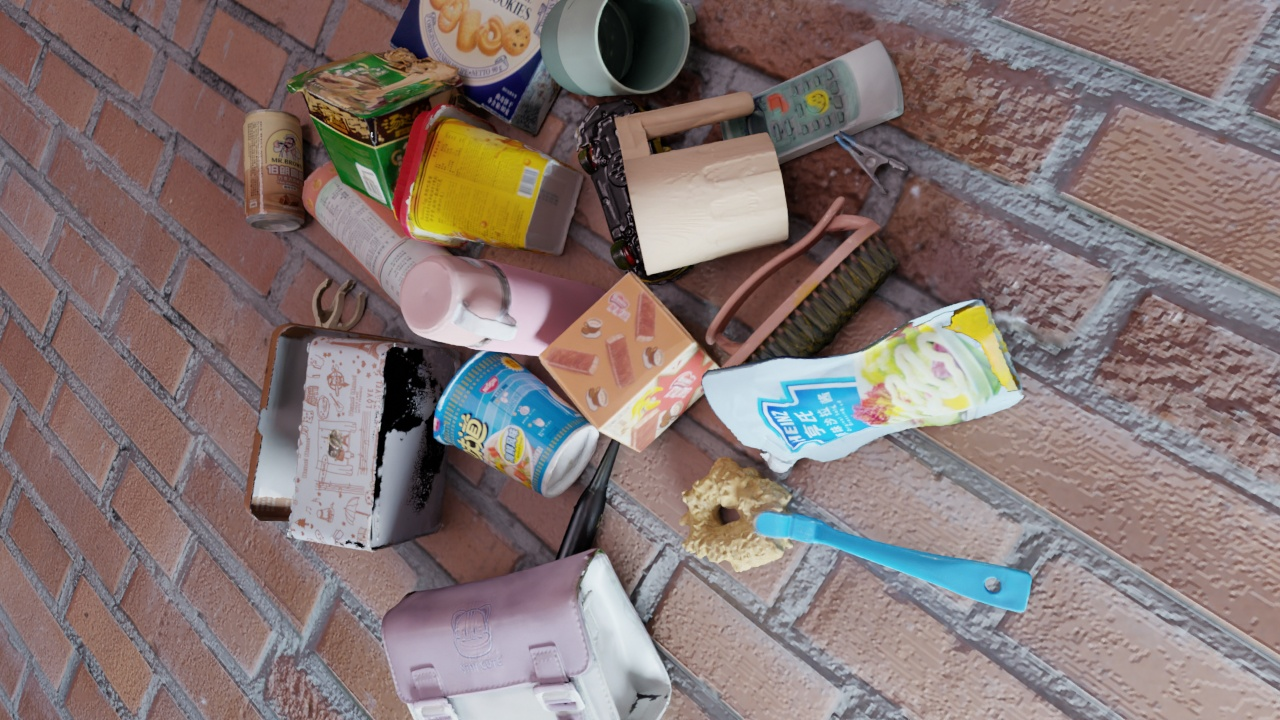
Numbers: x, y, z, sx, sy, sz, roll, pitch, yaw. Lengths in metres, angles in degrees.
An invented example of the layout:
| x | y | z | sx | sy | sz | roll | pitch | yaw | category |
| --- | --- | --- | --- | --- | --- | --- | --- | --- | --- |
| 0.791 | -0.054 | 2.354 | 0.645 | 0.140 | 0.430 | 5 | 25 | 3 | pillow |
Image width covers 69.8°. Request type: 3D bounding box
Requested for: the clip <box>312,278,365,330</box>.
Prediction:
| x | y | z | sx | sy | sz | roll | pitch | yaw | category |
| --- | --- | --- | --- | --- | --- | --- | --- | --- | --- |
| -0.307 | -0.030 | 0.918 | 0.076 | 0.034 | 0.103 | 31 | 107 | 29 | clip |

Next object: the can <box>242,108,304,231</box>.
| x | y | z | sx | sy | sz | roll | pitch | yaw | category |
| --- | --- | --- | --- | --- | --- | --- | --- | --- | --- |
| -0.383 | -0.197 | 0.959 | 0.059 | 0.058 | 0.116 | -8 | 83 | 30 | can |

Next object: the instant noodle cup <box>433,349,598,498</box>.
| x | y | z | sx | sy | sz | roll | pitch | yaw | category |
| --- | --- | --- | --- | --- | --- | --- | --- | --- | --- |
| -0.098 | 0.057 | 0.758 | 0.110 | 0.099 | 0.099 | 32 | 103 | 19 | instant noodle cup |

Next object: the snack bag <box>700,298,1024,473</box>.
| x | y | z | sx | sy | sz | roll | pitch | yaw | category |
| --- | --- | --- | --- | --- | --- | --- | --- | --- | --- |
| 0.146 | 0.022 | 0.611 | 0.191 | 0.110 | 0.038 | -20 | 46 | 26 | snack bag |

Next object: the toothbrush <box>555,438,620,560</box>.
| x | y | z | sx | sy | sz | roll | pitch | yaw | category |
| --- | --- | --- | --- | --- | --- | --- | --- | --- | --- |
| -0.044 | 0.123 | 0.754 | 0.027 | 0.026 | 0.213 | 22 | 97 | 16 | toothbrush |

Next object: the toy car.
| x | y | z | sx | sy | sz | roll | pitch | yaw | category |
| --- | --- | --- | --- | --- | --- | --- | --- | --- | --- |
| -0.001 | -0.137 | 0.738 | 0.071 | 0.041 | 0.155 | -26 | 79 | 27 | toy car |

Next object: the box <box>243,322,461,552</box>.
| x | y | z | sx | sy | sz | roll | pitch | yaw | category |
| --- | --- | --- | --- | --- | --- | --- | --- | --- | --- |
| -0.262 | 0.062 | 0.821 | 0.158 | 0.148 | 0.181 | 6 | 89 | 15 | box |

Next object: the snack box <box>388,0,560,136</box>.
| x | y | z | sx | sy | sz | roll | pitch | yaw | category |
| --- | --- | --- | --- | --- | --- | --- | --- | --- | --- |
| -0.122 | -0.323 | 0.821 | 0.178 | 0.045 | 0.183 | 37 | 105 | 28 | snack box |

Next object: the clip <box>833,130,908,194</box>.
| x | y | z | sx | sy | sz | roll | pitch | yaw | category |
| --- | --- | --- | --- | --- | --- | --- | --- | --- | --- |
| 0.161 | -0.144 | 0.646 | 0.056 | 0.024 | 0.028 | 40 | 110 | 2 | clip |

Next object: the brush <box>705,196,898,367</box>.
| x | y | z | sx | sy | sz | roll | pitch | yaw | category |
| --- | --- | --- | --- | --- | --- | --- | --- | --- | --- |
| 0.114 | -0.044 | 0.651 | 0.073 | 0.063 | 0.146 | 46 | 109 | 14 | brush |

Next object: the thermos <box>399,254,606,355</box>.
| x | y | z | sx | sy | sz | roll | pitch | yaw | category |
| --- | --- | --- | --- | --- | --- | --- | --- | --- | --- |
| -0.087 | -0.034 | 0.692 | 0.087 | 0.198 | 0.067 | 29 | 100 | 27 | thermos |

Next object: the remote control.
| x | y | z | sx | sy | sz | roll | pitch | yaw | category |
| --- | --- | --- | --- | --- | --- | --- | --- | --- | --- |
| 0.124 | -0.184 | 0.680 | 0.135 | 0.019 | 0.056 | -17 | 78 | 29 | remote control |

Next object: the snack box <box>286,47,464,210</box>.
| x | y | z | sx | sy | sz | roll | pitch | yaw | category |
| --- | --- | --- | --- | --- | --- | --- | --- | --- | --- |
| -0.224 | -0.203 | 0.816 | 0.118 | 0.117 | 0.106 | 29 | 138 | 32 | snack box |

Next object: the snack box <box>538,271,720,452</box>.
| x | y | z | sx | sy | sz | roll | pitch | yaw | category |
| --- | --- | --- | --- | --- | --- | --- | --- | --- | --- |
| -0.004 | 0.004 | 0.689 | 0.094 | 0.092 | 0.077 | -43 | 66 | 4 | snack box |

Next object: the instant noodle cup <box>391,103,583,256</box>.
| x | y | z | sx | sy | sz | roll | pitch | yaw | category |
| --- | --- | --- | --- | --- | --- | --- | --- | --- | --- |
| -0.125 | -0.144 | 0.779 | 0.124 | 0.116 | 0.116 | 19 | 97 | 19 | instant noodle cup |

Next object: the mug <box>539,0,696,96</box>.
| x | y | z | sx | sy | sz | roll | pitch | yaw | category |
| --- | --- | --- | --- | --- | --- | --- | --- | --- | --- |
| -0.014 | -0.258 | 0.727 | 0.106 | 0.111 | 0.082 | 22 | 138 | 56 | mug |

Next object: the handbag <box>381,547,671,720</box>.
| x | y | z | sx | sy | sz | roll | pitch | yaw | category |
| --- | --- | --- | --- | --- | --- | --- | --- | --- | --- |
| -0.095 | 0.237 | 0.715 | 0.197 | 0.098 | 0.145 | -17 | 100 | 28 | handbag |

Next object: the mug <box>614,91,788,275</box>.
| x | y | z | sx | sy | sz | roll | pitch | yaw | category |
| --- | --- | --- | --- | --- | --- | --- | --- | --- | --- |
| 0.042 | -0.131 | 0.660 | 0.103 | 0.084 | 0.124 | -12 | 72 | 3 | mug |

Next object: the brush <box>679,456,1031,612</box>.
| x | y | z | sx | sy | sz | roll | pitch | yaw | category |
| --- | --- | --- | --- | --- | --- | --- | --- | --- | --- |
| 0.134 | 0.125 | 0.632 | 0.255 | 0.045 | 0.083 | 9 | 89 | 36 | brush |

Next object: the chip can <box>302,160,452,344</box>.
| x | y | z | sx | sy | sz | roll | pitch | yaw | category |
| --- | --- | --- | --- | --- | --- | --- | --- | --- | --- |
| -0.232 | -0.106 | 0.855 | 0.215 | 0.071 | 0.071 | 42 | 107 | 26 | chip can |
